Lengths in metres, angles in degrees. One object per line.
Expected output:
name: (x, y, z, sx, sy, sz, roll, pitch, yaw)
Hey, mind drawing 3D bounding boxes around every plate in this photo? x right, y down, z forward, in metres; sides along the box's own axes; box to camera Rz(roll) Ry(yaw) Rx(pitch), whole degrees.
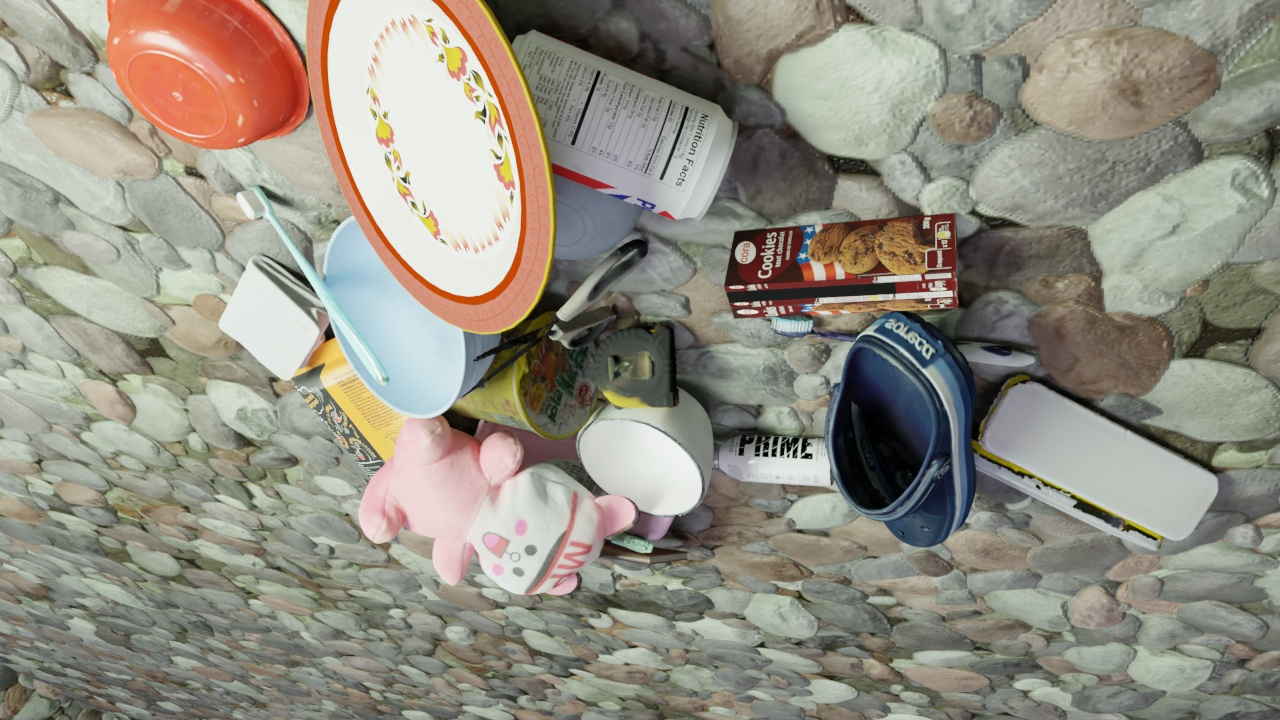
plate: (-0.120, -0.125, 0.525, 0.230, 0.021, 0.230, 29, 134, 35)

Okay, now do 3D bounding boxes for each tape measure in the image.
tape measure: (-0.004, 0.004, 0.706, 0.063, 0.067, 0.038, -2, -176, 11)

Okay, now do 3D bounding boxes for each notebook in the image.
notebook: (-0.068, 0.190, 0.951, 0.209, 0.008, 0.141, 4, 172, 19)

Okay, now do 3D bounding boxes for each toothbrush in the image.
toothbrush: (-0.237, -0.054, 0.668, 0.180, 0.016, 0.016, 52, 135, 5)
toothbrush: (0.188, -0.016, 0.659, 0.189, 0.016, 0.017, 8, 133, 9)

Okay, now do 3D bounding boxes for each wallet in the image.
wallet: (-0.310, -0.037, 0.785, 0.086, 0.032, 0.116, 44, 138, -12)

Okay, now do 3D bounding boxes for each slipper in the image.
slipper: (0.177, 0.062, 0.661, 0.105, 0.095, 0.253, 39, 163, 35)

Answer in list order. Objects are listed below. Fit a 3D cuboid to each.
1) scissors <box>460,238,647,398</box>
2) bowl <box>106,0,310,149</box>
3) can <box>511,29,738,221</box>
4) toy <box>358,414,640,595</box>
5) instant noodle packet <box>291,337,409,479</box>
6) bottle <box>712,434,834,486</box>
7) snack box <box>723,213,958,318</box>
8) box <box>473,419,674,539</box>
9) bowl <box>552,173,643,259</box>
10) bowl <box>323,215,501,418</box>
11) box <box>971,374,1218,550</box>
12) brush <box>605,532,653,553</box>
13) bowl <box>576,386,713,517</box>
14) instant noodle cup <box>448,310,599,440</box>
scissors: (-0.052, -0.027, 0.643, 0.012, 0.157, 0.169, 45, -171, 13)
bowl: (-0.279, -0.178, 0.575, 0.130, 0.045, 0.131, 9, 143, 7)
can: (-0.017, -0.132, 0.526, 0.132, 0.070, 0.070, 20, 143, -8)
toy: (-0.118, 0.126, 0.773, 0.213, 0.084, 0.142, 26, 110, -17)
instant noodle packet: (-0.232, 0.075, 0.849, 0.160, 0.032, 0.221, -15, 116, 46)
bottle: (0.109, 0.086, 0.796, 0.116, 0.041, 0.041, 2, 142, 17)
snack box: (0.129, -0.060, 0.589, 0.141, 0.050, 0.032, -2, 141, 21)
box: (-0.063, 0.102, 0.881, 0.201, 0.103, 0.101, 21, 104, -9)
bowl: (-0.051, -0.103, 0.602, 0.106, 0.039, 0.106, 9, 143, 7)
bowl: (-0.154, -0.040, 0.669, 0.151, 0.074, 0.151, 17, 119, 33)
box: (0.341, 0.078, 0.726, 0.210, 0.080, 0.084, 26, -178, -14)
brush: (-0.027, 0.177, 0.916, 0.033, 0.012, 0.218, 22, 167, -10)
bowl: (0.011, 0.069, 0.771, 0.116, 0.065, 0.116, 16, 135, 16)
instant noodle cup: (-0.102, 0.011, 0.732, 0.108, 0.102, 0.102, -1, 142, 36)
